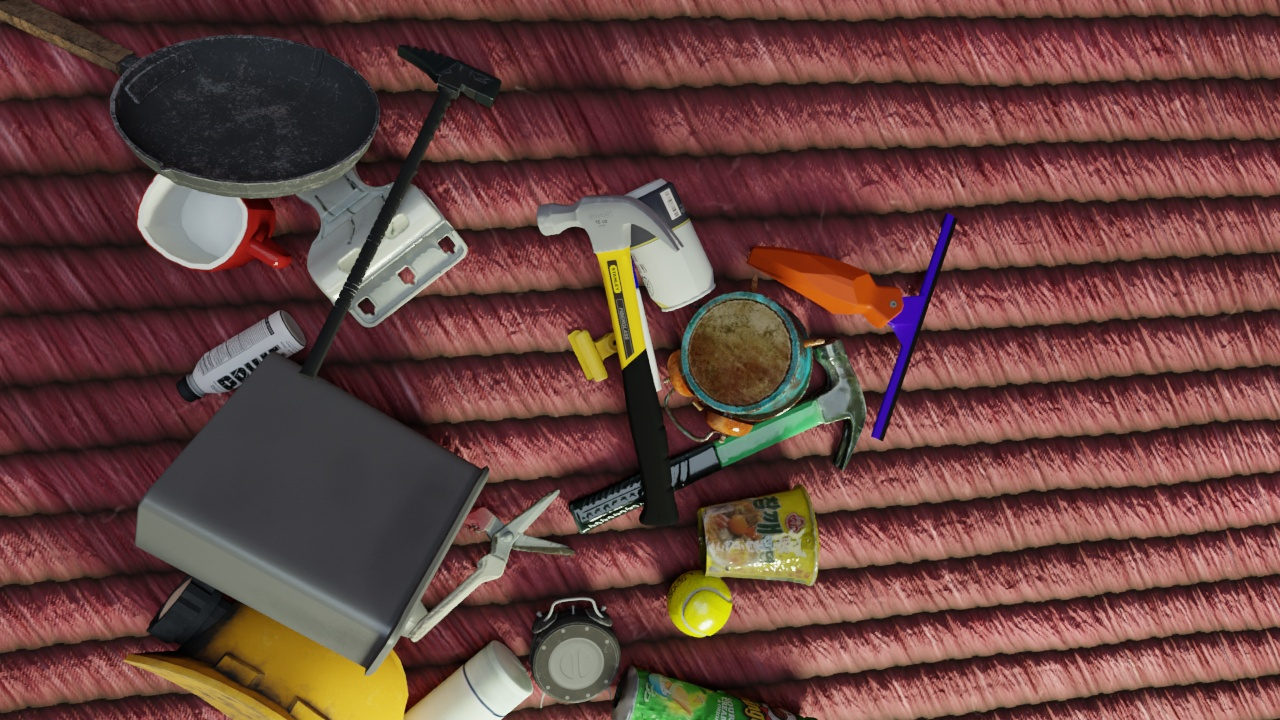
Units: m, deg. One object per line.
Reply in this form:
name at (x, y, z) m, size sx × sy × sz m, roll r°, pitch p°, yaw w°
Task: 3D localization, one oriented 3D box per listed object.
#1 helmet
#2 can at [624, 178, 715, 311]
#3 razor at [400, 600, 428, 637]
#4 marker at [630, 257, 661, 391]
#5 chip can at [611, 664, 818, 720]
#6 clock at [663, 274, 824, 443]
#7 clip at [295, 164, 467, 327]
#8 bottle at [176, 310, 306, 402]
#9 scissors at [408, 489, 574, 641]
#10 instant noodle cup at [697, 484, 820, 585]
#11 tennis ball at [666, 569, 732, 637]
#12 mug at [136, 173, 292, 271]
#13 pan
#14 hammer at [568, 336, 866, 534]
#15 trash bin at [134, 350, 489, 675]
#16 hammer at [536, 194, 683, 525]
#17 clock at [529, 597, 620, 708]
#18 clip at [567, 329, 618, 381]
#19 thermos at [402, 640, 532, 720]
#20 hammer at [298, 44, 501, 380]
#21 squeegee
helmet at (-0.309, 0.278, 0.832) m, size 0.255 × 0.206 × 0.131 m, roll 42°, pitch 55°, yaw -19°
can at (0.025, -0.104, 0.870) m, size 0.064 × 0.064 × 0.127 m, roll -27°, pitch 102°, yaw -4°
razor at (-0.266, 0.214, 0.882) m, size 0.057 × 0.060 × 0.156 m, roll -48°, pitch 123°, yaw -11°
marker at (-0.006, -0.033, 0.896) m, size 0.023 × 0.027 × 0.133 m, roll -7°, pitch 102°, yaw 30°
chip can at (0.079, 0.380, 0.951) m, size 0.223 × 0.075 × 0.075 m, roll 21°, pitch 95°, yaw -12°
clock at (0.091, 0.009, 0.882) m, size 0.158 × 0.073 × 0.121 m, roll -47°, pitch 71°, yaw 12°
clip at (-0.245, -0.117, 0.821) m, size 0.126 × 0.110 × 0.151 m, roll -38°, pitch 113°, yaw -4°
bottle at (-0.366, 0.000, 0.837) m, size 0.116 × 0.041 × 0.041 m, roll -31°, pitch 102°, yaw -3°
scissors at (-0.168, 0.192, 0.895) m, size 0.199 × 0.015 × 0.179 m, roll 19°, pitch 76°, yaw -6°
instant noodle cup at (0.115, 0.176, 0.916) m, size 0.108 × 0.102 × 0.102 m, roll -3°, pitch 99°, yaw -4°
tennis ball at (0.059, 0.246, 0.930) m, size 0.065 × 0.065 × 0.065 m, roll -1°, pitch 99°, yaw -9°
mug at (-0.356, -0.114, 0.792) m, size 0.116 × 0.096 × 0.080 m, roll 32°, pitch 93°, yaw -12°
pan at (-0.391, -0.230, 0.764) m, size 0.357 × 0.207 × 0.040 m, roll 23°, pitch 138°, yaw 6°
hammer at (0.079, 0.096, 0.928) m, size 0.318 × 0.032 × 0.130 m, roll -23°, pitch 102°, yaw -4°
trash bin at (-0.273, 0.126, 0.789) m, size 0.220 × 0.191 × 0.098 m, roll 31°, pitch 136°, yaw -7°
hammer at (-0.005, 0.005, 0.859) m, size 0.127 × 0.029 × 0.324 m, roll -6°, pitch 105°, yaw 19°
clock at (-0.067, 0.291, 0.928) m, size 0.091 × 0.044 × 0.123 m, roll -3°, pitch 99°, yaw -9°
clip at (-0.040, -0.010, 0.894) m, size 0.048 × 0.046 × 0.054 m, roll -20°, pitch 101°, yaw 20°
thermos at (-0.213, 0.374, 0.907) m, size 0.230 × 0.068 × 0.068 m, roll -39°, pitch 102°, yaw -1°
hammer at (-0.219, -0.132, 0.777) m, size 0.095 × 0.015 × 0.324 m, roll 22°, pitch 67°, yaw -9°
squeegee at (0.194, -0.072, 0.901) m, size 0.185 × 0.055 × 0.249 m, roll 22°, pitch 76°, yaw 3°
